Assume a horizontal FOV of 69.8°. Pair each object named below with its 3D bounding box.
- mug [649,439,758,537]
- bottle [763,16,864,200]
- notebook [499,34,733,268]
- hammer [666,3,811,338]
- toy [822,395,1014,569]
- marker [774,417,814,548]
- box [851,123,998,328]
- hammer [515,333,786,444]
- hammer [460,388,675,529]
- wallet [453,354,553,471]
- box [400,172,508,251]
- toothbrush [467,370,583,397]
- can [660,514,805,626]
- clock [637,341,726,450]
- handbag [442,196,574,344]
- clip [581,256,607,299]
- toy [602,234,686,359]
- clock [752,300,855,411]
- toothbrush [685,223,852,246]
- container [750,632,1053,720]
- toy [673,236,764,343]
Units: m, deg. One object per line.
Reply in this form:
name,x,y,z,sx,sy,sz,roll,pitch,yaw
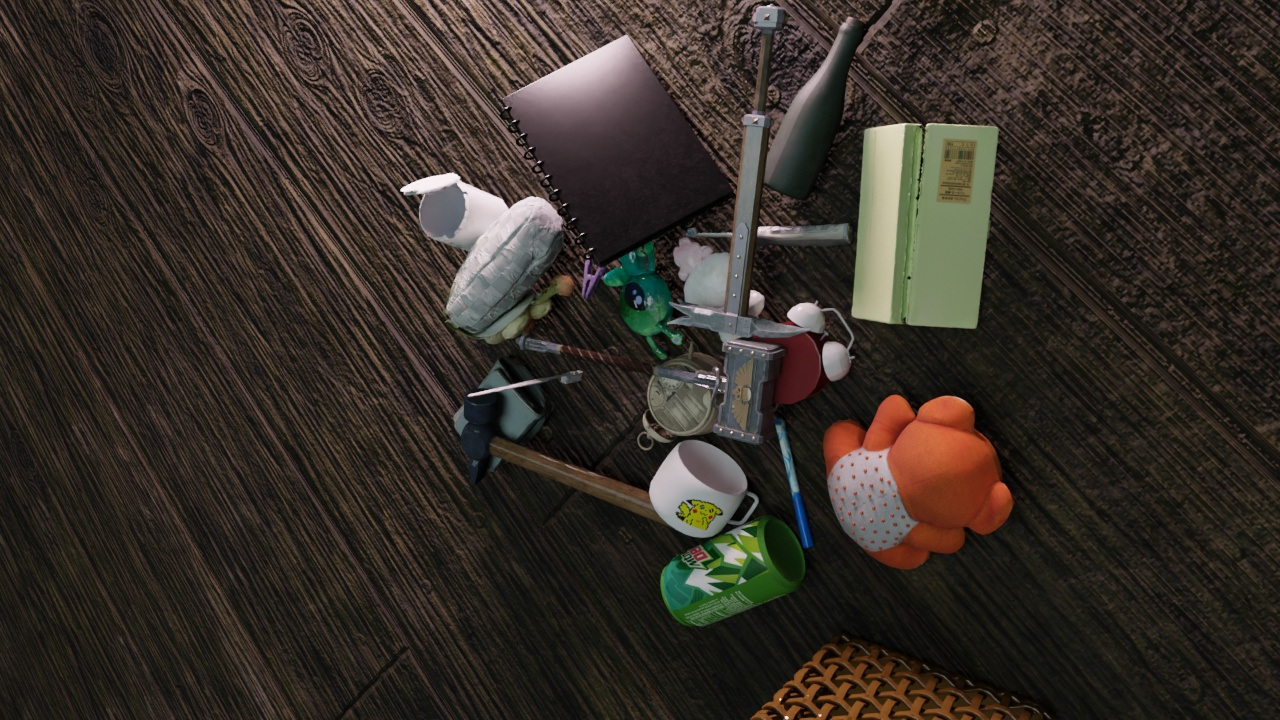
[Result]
mug,0.071,0.144,0.998,0.115,0.094,0.068,25,116,-12
bottle,0.173,-0.246,0.895,0.055,0.055,0.174,32,111,25
notebook,-0.032,-0.227,0.982,0.169,0.019,0.231,-29,71,-5
hammer,0.112,-0.177,0.891,0.147,0.028,0.317,12,108,23
toy,0.263,0.112,0.872,0.173,0.092,0.163,-33,76,44
marker,0.163,0.130,0.978,0.013,0.013,0.142,-13,89,33
box,0.258,-0.126,0.858,0.134,0.061,0.188,9,101,29
hammer,-0.005,0.006,0.990,0.322,0.044,0.098,12,104,29
hammer,-0.075,0.141,1.094,0.322,0.040,0.129,18,121,20
wallet,-0.179,0.069,1.171,0.100,0.054,0.132,51,124,18
box,-0.225,-0.182,1.101,0.081,0.159,0.091,12,92,25
toothbrush,-0.129,0.030,1.052,0.010,0.181,0.010,21,111,34
can,0.098,0.230,0.991,0.144,0.082,0.083,-32,79,32
clock,0.040,0.052,1.022,0.093,0.054,0.141,50,117,17
handbag,-0.146,-0.102,1.089,0.123,0.112,0.172,39,109,-14
clip,-0.054,-0.099,1.087,0.045,0.014,0.050,-8,89,31
toy,0.003,-0.097,1.021,0.131,0.072,0.193,149,107,-71
clock,0.162,-0.004,0.941,0.125,0.044,0.087,-39,76,31
toothbrush,0.130,-0.131,0.958,0.186,0.022,0.024,5,135,32
container,0.231,0.437,0.856,0.220,0.213,0.252,13,103,31
toy,0.080,-0.081,0.988,0.125,0.037,0.076,50,123,20
